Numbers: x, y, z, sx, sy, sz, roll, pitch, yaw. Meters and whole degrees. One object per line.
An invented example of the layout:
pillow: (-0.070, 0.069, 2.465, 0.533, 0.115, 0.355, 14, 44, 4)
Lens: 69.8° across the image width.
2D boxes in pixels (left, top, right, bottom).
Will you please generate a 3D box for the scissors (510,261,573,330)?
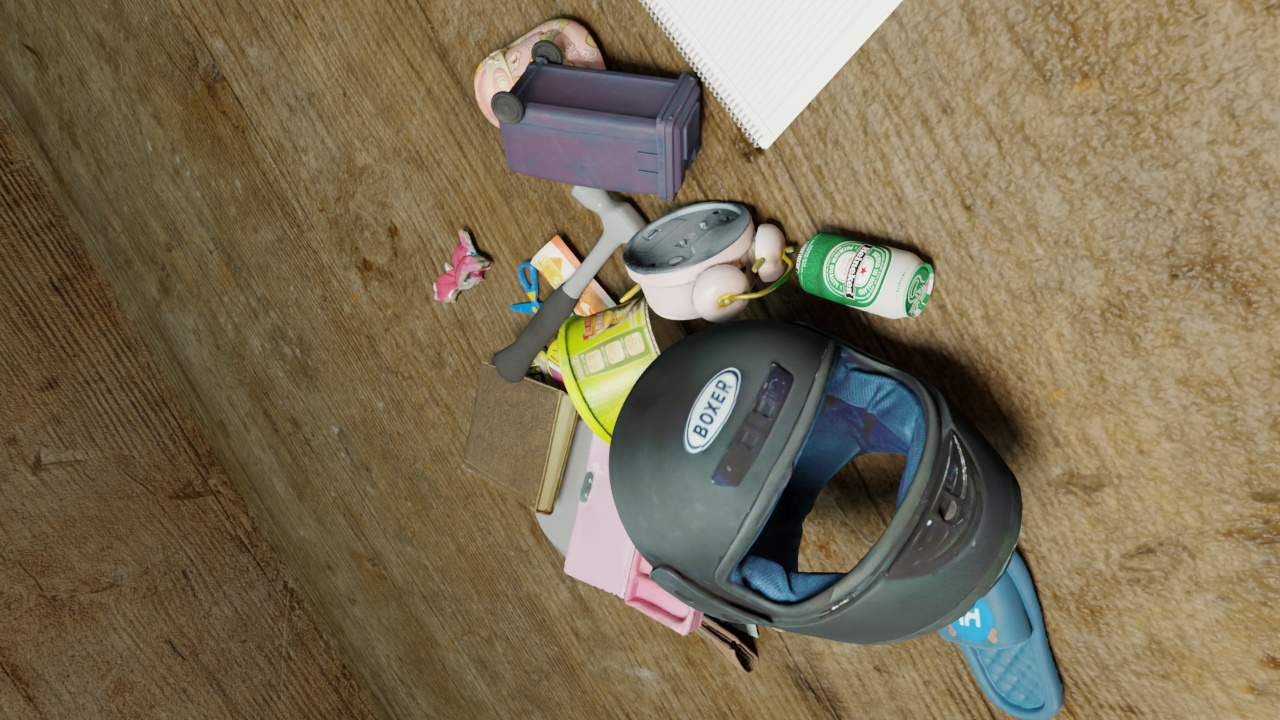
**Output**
scissors: (-0.117, -0.061, 1.099, 0.127, 0.015, 0.126, 37, 144, 30)

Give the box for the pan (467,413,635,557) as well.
pan: (-0.118, 0.147, 1.144, 0.357, 0.050, 0.200, 3, 87, 40)

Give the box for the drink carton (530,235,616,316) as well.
drink carton: (-0.066, -0.075, 1.016, 0.122, 0.038, 0.069, 49, 143, 0)

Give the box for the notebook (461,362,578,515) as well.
notebook: (-0.158, 0.109, 1.135, 0.216, 0.034, 0.190, 19, 97, 54)

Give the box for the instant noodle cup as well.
instant noodle cup: (-0.005, 0.005, 0.908, 0.098, 0.146, 0.146, -26, 97, 19)

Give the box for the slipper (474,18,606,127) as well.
slipper: (-0.115, -0.267, 0.886, 0.198, 0.081, 0.093, 6, 119, 49)

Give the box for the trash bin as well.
trash bin: (-0.032, -0.203, 0.786, 0.161, 0.093, 0.092, 12, 138, 14)

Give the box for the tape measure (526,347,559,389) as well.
tape measure: (-0.125, 0.012, 1.150, 0.064, 0.016, 0.065, -8, 111, 59)

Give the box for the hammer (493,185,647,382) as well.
hammer: (-0.082, -0.060, 0.997, 0.125, 0.029, 0.312, 43, 134, -1)

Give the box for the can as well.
can: (0.175, -0.068, 0.727, 0.101, 0.053, 0.053, 23, 132, 38)

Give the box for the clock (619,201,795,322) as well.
clock: (0.061, -0.084, 0.796, 0.158, 0.116, 0.059, 13, 137, 43)

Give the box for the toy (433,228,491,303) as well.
toy: (-0.222, -0.111, 1.152, 0.103, 0.050, 0.065, -43, 60, 35)

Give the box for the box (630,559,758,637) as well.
box: (0.030, 0.244, 1.130, 0.244, 0.071, 0.170, 15, 158, 42)

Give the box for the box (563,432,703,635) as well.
box: (0.014, 0.156, 0.996, 0.179, 0.039, 0.233, 20, 102, 30)

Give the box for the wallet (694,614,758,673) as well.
wallet: (0.089, 0.331, 1.108, 0.099, 0.027, 0.121, 30, 165, 31)

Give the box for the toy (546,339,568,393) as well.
toy: (-0.074, 0.015, 1.081, 0.095, 0.041, 0.094, 36, 143, 29)

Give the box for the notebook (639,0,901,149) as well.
notebook: (0.067, -0.308, 0.705, 0.245, 0.013, 0.178, 53, 142, 5)

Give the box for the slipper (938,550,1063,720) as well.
slipper: (0.300, 0.232, 0.807, 0.104, 0.059, 0.214, -8, 111, 53)

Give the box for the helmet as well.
helmet: (0.102, 0.084, 0.725, 0.236, 0.248, 0.317, 33, 168, -16)
